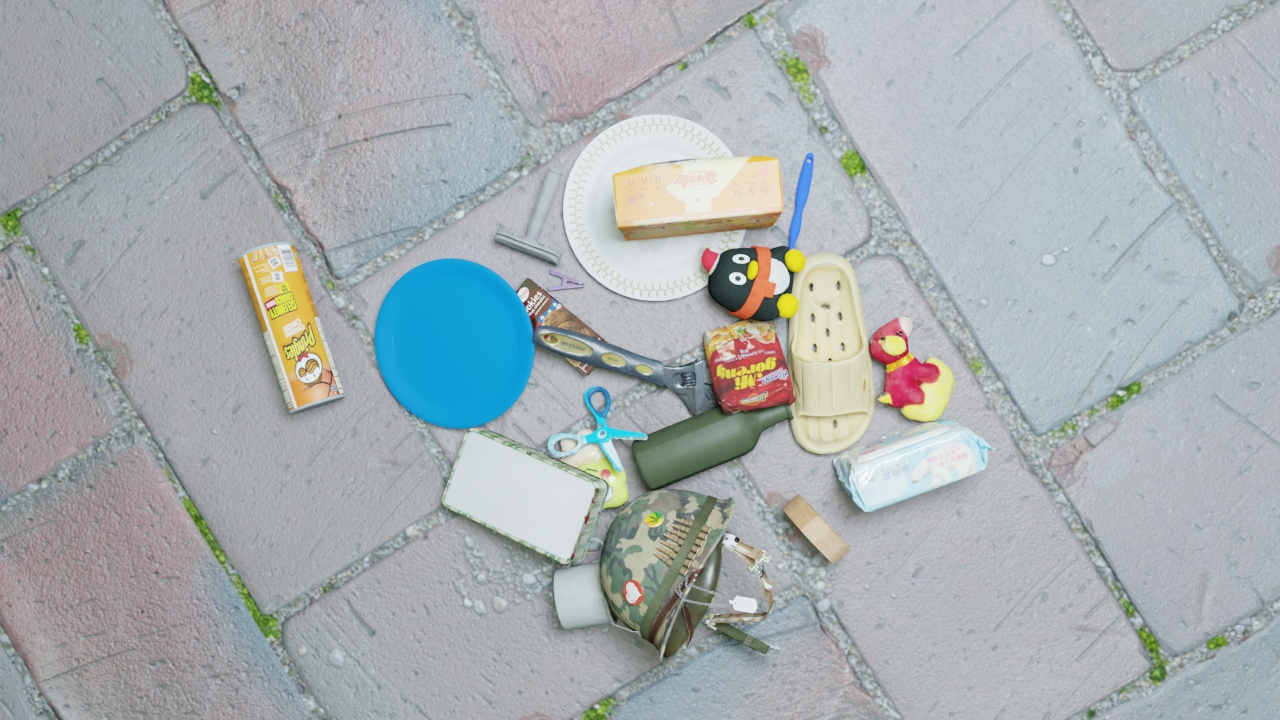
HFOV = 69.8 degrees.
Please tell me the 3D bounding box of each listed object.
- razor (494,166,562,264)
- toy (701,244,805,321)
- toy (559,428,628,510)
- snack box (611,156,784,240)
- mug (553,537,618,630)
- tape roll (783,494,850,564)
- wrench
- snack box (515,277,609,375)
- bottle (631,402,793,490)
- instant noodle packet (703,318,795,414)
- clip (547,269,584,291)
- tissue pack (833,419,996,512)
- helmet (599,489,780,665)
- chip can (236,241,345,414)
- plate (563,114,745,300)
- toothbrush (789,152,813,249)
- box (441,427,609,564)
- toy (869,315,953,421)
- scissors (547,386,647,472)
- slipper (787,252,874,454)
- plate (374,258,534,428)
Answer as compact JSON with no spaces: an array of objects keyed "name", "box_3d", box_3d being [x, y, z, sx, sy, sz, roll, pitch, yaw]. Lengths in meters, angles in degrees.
[{"name":"razor","box_3d":[-0.129,-0.195,1.194,0.088,0.047,0.116,21,98,3]},{"name":"toy","box_3d":[0.133,-0.100,1.151,0.119,0.100,0.097,14,76,-14]},{"name":"toy","box_3d":[-0.068,0.148,1.206,0.092,0.046,0.115,-23,82,10]},{"name":"snack box","box_3d":[0.069,-0.201,1.119,0.195,0.145,0.080,-5,91,4]},{"name":"mug","box_3d":[-0.072,0.290,1.192,0.070,0.084,0.113,-11,83,6]},{"name":"tape roll","box_3d":[0.223,0.213,1.164,0.027,0.094,0.094,-43,89,3]},{"name":"wrench","box_3d":[-0.007,0.007,1.185,0.273,0.022,0.073,18,102,-10]},{"name":"snack box","box_3d":[-0.108,-0.044,1.209,0.141,0.031,0.051,39,93,2]},{"name":"bottle","box_3d":[0.094,0.099,1.179,0.207,0.071,0.071,-22,90,5]},{"name":"instant noodle packet","box_3d":[0.136,0.004,1.167,0.098,0.040,0.135,-11,54,0]},{"name":"clip","box_3d":[-0.102,-0.108,1.217,0.050,0.014,0.046,-20,87,7]},{"name":"tissue pack","box_3d":[0.337,0.125,1.145,0.182,0.112,0.070,-22,91,3]},{"name":"helmet","box_3d":[0.065,0.266,1.120,0.236,0.223,0.193,9,135,5]},{"name":"chip can","box_3d":[-0.459,-0.043,1.210,0.075,0.075,0.215,-18,90,4]},{"name":"plate","box_3d":[0.019,-0.199,1.205,0.242,0.016,0.242,0,91,4]},{"name":"toothbrush","box_3d":[0.203,-0.181,1.196,0.016,0.018,0.182,12,89,3]},{"name":"box","box_3d":[-0.148,0.172,1.184,0.206,0.050,0.117,19,90,19]},{"name":"toy","box_3d":[0.338,0.018,1.166,0.105,0.067,0.137,-39,97,-19]},{"name":"scissors","box_3d":[-0.053,0.086,1.188,0.134,0.012,0.134,0,60,21]},{"name":"slipper","box_3d":[0.245,-0.008,1.166,0.111,0.079,0.261,-3,91,0]},{"name":"plate","box_3d":[-0.244,-0.022,1.212,0.224,0.024,0.224,2,98,13]}]
